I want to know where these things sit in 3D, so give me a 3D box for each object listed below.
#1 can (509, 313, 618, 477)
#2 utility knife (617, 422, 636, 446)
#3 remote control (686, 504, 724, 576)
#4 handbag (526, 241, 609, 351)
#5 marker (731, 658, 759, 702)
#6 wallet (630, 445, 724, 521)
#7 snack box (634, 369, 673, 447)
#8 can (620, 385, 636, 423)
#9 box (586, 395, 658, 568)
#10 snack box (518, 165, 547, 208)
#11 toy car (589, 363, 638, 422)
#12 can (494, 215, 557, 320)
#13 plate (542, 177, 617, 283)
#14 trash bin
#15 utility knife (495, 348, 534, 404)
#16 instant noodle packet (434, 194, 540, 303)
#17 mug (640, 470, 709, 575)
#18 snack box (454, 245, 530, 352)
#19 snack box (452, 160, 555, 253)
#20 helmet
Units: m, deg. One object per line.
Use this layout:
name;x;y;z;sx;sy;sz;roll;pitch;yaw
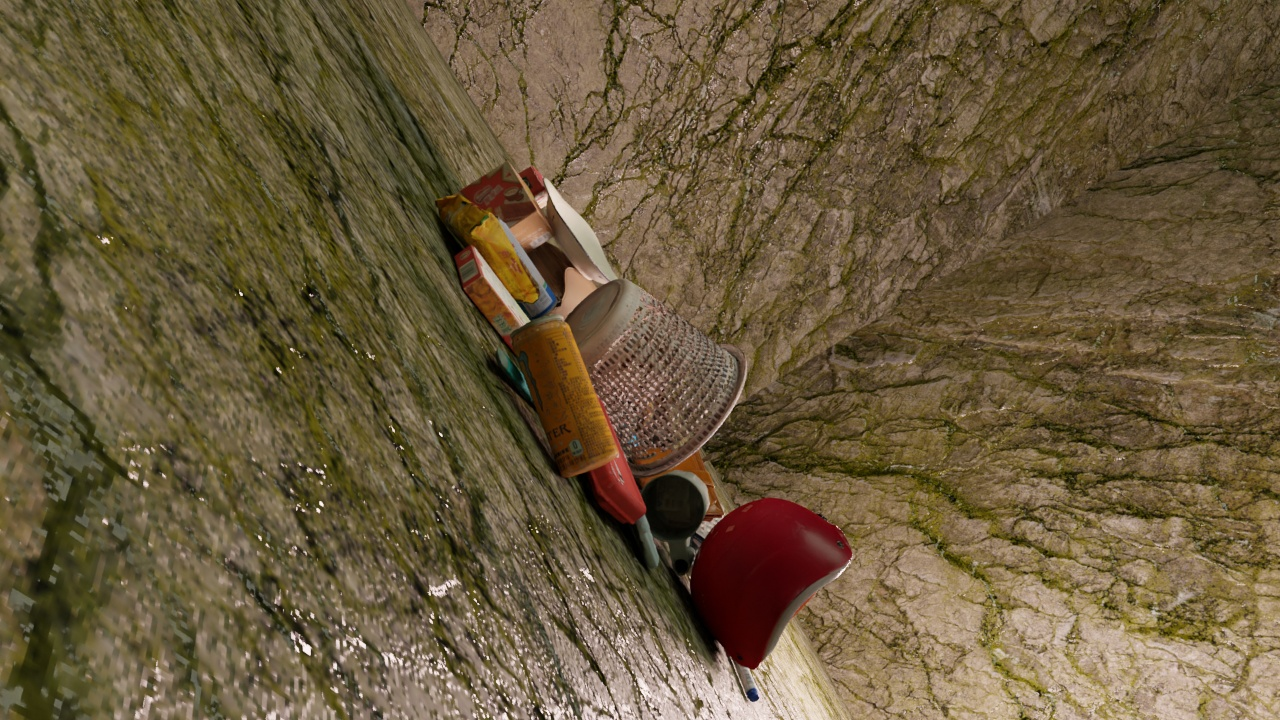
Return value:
can;-0.072;0.033;0.860;0.058;0.058;0.146;42;26;-79
utility knife;-0.009;0.133;1.529;0.034;0.018;0.208;58;1;16
remote control;0.086;0.242;1.274;0.058;0.021;0.149;38;33;-16
handbag;-0.111;-0.097;1.349;0.147;0.100;0.204;53;5;34
marker;0.124;0.380;1.170;0.017;0.017;0.145;57;3;-24
wallet;0.056;0.174;1.293;0.130;0.119;0.035;-112;-152;-47
snack box;0.021;0.096;1.394;0.113;0.053;0.125;94;-11;-49
can;-0.021;0.070;1.485;0.066;0.066;0.094;59;3;16
box;-0.033;0.118;1.014;0.161;0.050;0.201;61;1;-40
snack box;-0.192;-0.239;1.371;0.044;0.113;0.127;60;3;0
toy car;-0.052;0.044;1.376;0.070;0.042;0.158;22;23;-33
can;-0.162;-0.114;1.154;0.134;0.053;0.053;57;3;-26
plate;-0.091;-0.170;1.310;0.163;0.034;0.164;43;17;-55
trash bin;-0.006;0.008;1.196;0.192;0.227;0.227;43;8;-22
utility knife;-0.109;0.033;0.906;0.029;0.013;0.178;63;1;31
instant noodle packet;-0.173;-0.129;1.042;0.111;0.044;0.128;32;-19;47
mug;0.047;0.202;1.164;0.103;0.084;0.124;11;70;-81
snack box;-0.145;-0.048;1.001;0.156;0.027;0.077;56;3;-37
snack box;-0.184;-0.195;1.235;0.094;0.093;0.077;60;4;22
helmet;0.145;0.257;1.152;0.144;0.207;0.240;41;-2;7
